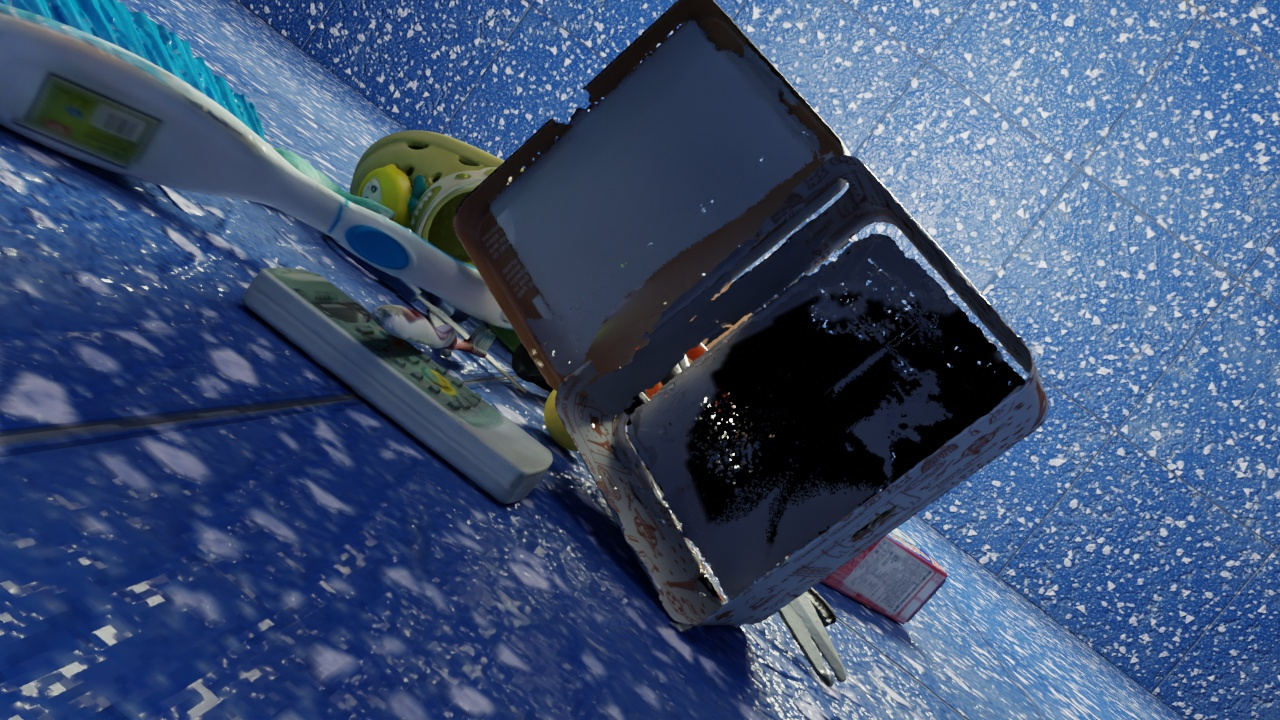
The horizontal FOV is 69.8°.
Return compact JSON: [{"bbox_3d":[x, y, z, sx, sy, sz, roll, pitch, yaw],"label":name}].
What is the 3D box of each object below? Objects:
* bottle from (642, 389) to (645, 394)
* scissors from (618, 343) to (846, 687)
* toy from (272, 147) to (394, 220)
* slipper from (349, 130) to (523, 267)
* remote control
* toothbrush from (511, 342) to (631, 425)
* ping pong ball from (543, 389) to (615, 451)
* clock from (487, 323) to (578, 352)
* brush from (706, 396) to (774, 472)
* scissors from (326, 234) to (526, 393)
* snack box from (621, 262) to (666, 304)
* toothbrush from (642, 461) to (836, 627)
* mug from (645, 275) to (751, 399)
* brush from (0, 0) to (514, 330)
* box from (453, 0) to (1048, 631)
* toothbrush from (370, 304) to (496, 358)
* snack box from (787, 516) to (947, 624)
[{"bbox_3d":[0.038,0.034,0.814,0.196,0.068,0.068,28,9,-37],"label":"bottle"},{"bbox_3d":[0.058,0.064,0.498,0.235,0.022,0.148,49,31,11],"label":"scissors"},{"bbox_3d":[-0.205,-0.107,0.575,0.096,0.030,0.092,19,-3,19],"label":"toy"},{"bbox_3d":[-0.126,-0.102,0.627,0.191,0.092,0.081,18,15,15],"label":"slipper"},{"bbox_3d":[-0.095,0.009,0.376,0.135,0.019,0.056,37,5,3],"label":"remote control"},{"bbox_3d":[-0.022,0.029,0.634,0.026,0.027,0.212,6,-14,27],"label":"toothbrush"},{"bbox_3d":[-0.032,0.029,0.497,0.040,0.040,0.040,37,5,-4],"label":"ping pong ball"},{"bbox_3d":[-0.063,-0.026,0.699,0.161,0.056,0.116,40,5,28],"label":"clock"},{"bbox_3d":[-0.003,0.003,0.574,0.254,0.083,0.046,44,-7,-18],"label":"brush"},{"bbox_3d":[-0.131,-0.035,0.573,0.162,0.012,0.174,38,6,-4],"label":"scissors"},{"bbox_3d":[-0.002,-0.052,0.979,0.157,0.070,0.210,36,-11,-16],"label":"snack box"},{"bbox_3d":[0.036,0.094,0.541,0.189,0.014,0.016,37,29,13],"label":"toothbrush"},{"bbox_3d":[0.043,0.007,0.674,0.078,0.078,0.122,35,50,-19],"label":"mug"},{"bbox_3d":[-0.177,-0.089,0.437,0.314,0.061,0.109,22,21,-51],"label":"brush"},{"bbox_3d":[0.034,-0.032,0.428,0.259,0.177,0.082,56,13,26],"label":"box"},{"bbox_3d":[-0.091,-0.014,0.431,0.016,0.017,0.187,36,-2,3],"label":"toothbrush"},{"bbox_3d":[0.147,0.134,0.680,0.207,0.058,0.057,33,9,-37],"label":"snack box"}]
